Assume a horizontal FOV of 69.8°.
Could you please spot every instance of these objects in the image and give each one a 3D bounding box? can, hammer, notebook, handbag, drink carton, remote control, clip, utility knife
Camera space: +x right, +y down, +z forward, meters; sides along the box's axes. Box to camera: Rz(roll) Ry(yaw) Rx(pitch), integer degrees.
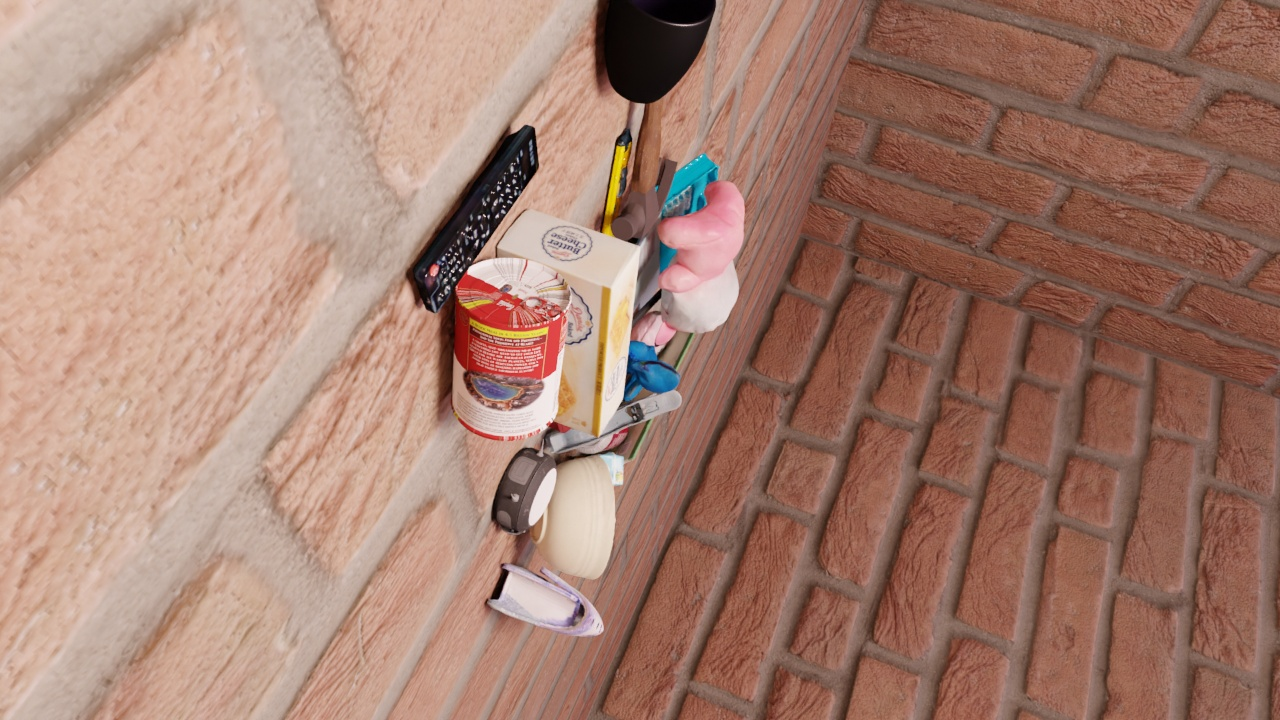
[{"bbox_3d":[-0.055,0.086,1.189,0.114,0.063,0.063,10,100,-79],"label":"can"},{"bbox_3d":[0.016,-0.272,0.903,0.115,0.033,0.324,-56,159,-51],"label":"hammer"},{"bbox_3d":[0.014,-0.077,1.162,0.323,0.015,0.095,-47,159,-31],"label":"hammer"},{"bbox_3d":[-0.004,0.058,1.308,0.182,0.010,0.251,-34,-155,55],"label":"notebook"},{"bbox_3d":[-0.111,0.304,1.153,0.159,0.126,0.069,76,34,-69],"label":"handbag"},{"bbox_3d":[-0.058,0.143,1.196,0.129,0.038,0.044,162,-68,-67],"label":"drink carton"},{"bbox_3d":[-0.116,-0.103,0.647,0.047,0.022,0.150,93,23,-60],"label":"remote control"},{"bbox_3d":[-0.028,0.071,1.077,0.163,0.028,0.108,-21,-177,-22],"label":"clip"},{"bbox_3d":[-0.102,-0.007,0.713,0.086,0.087,0.117,-57,163,-49],"label":"can"},{"bbox_3d":[-0.028,-0.169,0.980,0.030,0.017,0.163,-41,155,-46],"label":"utility knife"}]

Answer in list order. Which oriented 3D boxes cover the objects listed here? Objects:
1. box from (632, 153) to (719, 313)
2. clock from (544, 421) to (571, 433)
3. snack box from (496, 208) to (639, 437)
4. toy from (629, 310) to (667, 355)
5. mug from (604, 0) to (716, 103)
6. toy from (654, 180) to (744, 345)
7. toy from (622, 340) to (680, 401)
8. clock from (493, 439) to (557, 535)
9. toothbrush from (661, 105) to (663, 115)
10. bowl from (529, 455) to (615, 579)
[{"bbox_3d":[0.024,-0.144,1.173,0.185,0.056,0.227,-48,167,-15],"label":"box"},{"bbox_3d":[-0.082,0.026,0.982,0.137,0.048,0.096,-13,123,-76],"label":"clock"},{"bbox_3d":[-0.066,-0.026,0.811,0.208,0.104,0.057,98,17,-50],"label":"snack box"},{"bbox_3d":[0.007,-0.026,1.323,0.096,0.053,0.099,-57,170,0],"label":"toy"},{"bbox_3d":[0.008,-0.288,0.789,0.100,0.085,0.118,117,-29,-56],"label":"mug"},{"bbox_3d":[0.075,-0.109,1.117,0.141,0.084,0.214,-42,155,-31],"label":"toy"},{"bbox_3d":[-0.006,0.006,1.064,0.071,0.113,0.176,-44,171,-9],"label":"toy"},{"bbox_3d":[-0.124,0.146,1.014,0.123,0.044,0.091,96,19,-54],"label":"clock"},{"bbox_3d":[0.001,-0.212,1.031,0.016,0.016,0.167,-55,163,-55],"label":"toothbrush"},{"bbox_3d":[-0.090,0.188,1.110,0.151,0.075,0.150,-175,-90,-68],"label":"bowl"}]
